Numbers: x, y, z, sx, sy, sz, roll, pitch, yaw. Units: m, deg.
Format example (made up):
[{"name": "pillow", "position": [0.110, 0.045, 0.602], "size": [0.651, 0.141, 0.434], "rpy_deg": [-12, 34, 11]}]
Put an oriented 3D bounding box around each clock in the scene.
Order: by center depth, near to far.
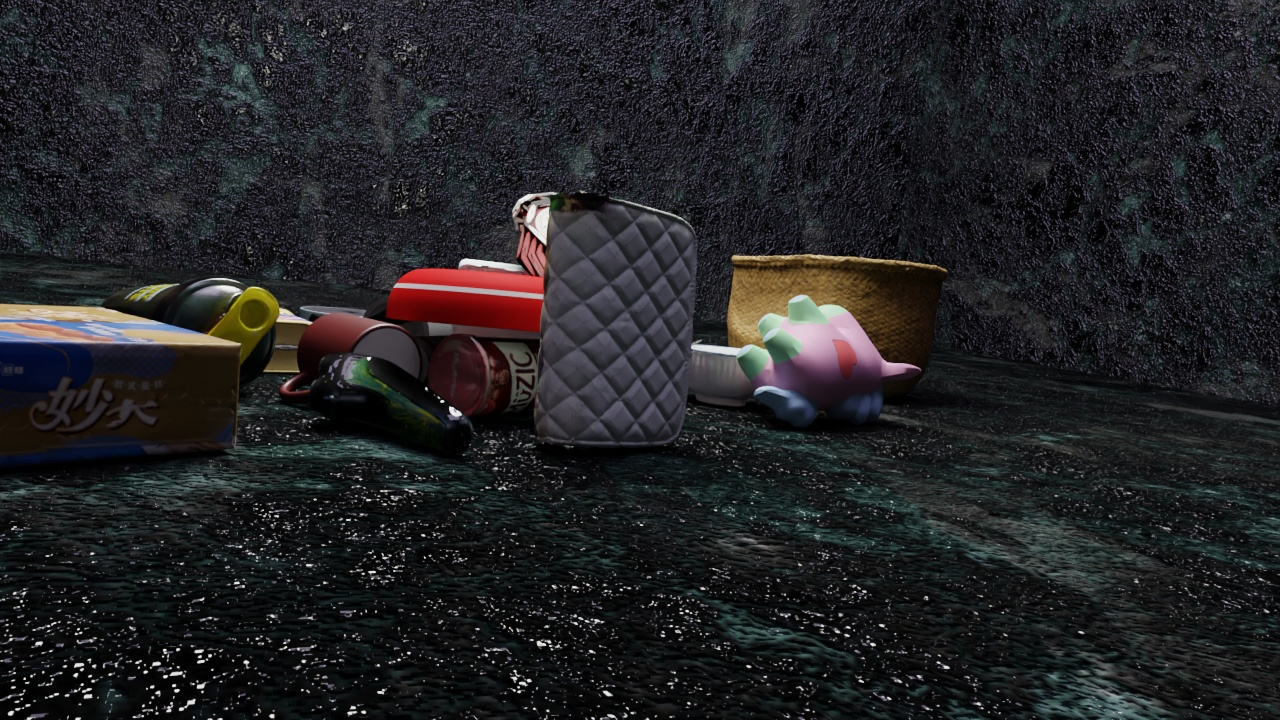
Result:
[{"name": "clock", "position": [-0.079, -0.129, 0.983], "size": [0.114, 0.065, 0.154], "rpy_deg": [0, 44, -23]}, {"name": "clock", "position": [-0.382, -0.044, 1.232], "size": [0.123, 0.045, 0.159], "rpy_deg": [11, 6, 37]}]

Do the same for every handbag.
[{"name": "handbag", "position": [-0.025, -0.028, 0.727], "size": [0.073, 0.195, 0.138], "rpy_deg": [3, -1, 40]}]

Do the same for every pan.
[{"name": "pan", "position": [-0.192, -0.052, 0.889], "size": [0.357, 0.067, 0.208], "rpy_deg": [6, 2, 29]}]

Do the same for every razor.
[{"name": "razor", "position": [-0.182, 0.035, 0.659], "size": [0.151, 0.054, 0.067], "rpy_deg": [19, 22, 37]}]

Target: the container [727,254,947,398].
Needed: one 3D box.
[{"name": "container", "position": [0.288, -0.055, 1.375], "size": [0.307, 0.196, 0.307], "rpy_deg": [5, 6, -1]}]

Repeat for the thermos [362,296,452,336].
[{"name": "thermos", "position": [-0.257, -0.041, 1.146], "size": [0.082, 0.082, 0.240], "rpy_deg": [7, 5, 8]}]

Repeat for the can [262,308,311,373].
[{"name": "can", "position": [-0.389, -0.021, 0.922], "size": [0.116, 0.056, 0.092], "rpy_deg": [2, 8, -40]}]

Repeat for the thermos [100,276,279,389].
[{"name": "thermos", "position": [-0.398, -0.024, 0.795], "size": [0.221, 0.098, 0.098], "rpy_deg": [6, 4, 42]}]

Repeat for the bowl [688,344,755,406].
[{"name": "bowl", "position": [0.096, 0.018, 1.065], "size": [0.118, 0.062, 0.118], "rpy_deg": [6, 5, -1]}]

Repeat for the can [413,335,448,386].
[{"name": "can", "position": [-0.203, 0.002, 0.915], "size": [0.054, 0.054, 0.096], "rpy_deg": [9, 6, 21]}]

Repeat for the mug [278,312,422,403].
[{"name": "mug", "position": [-0.250, 0.008, 0.772], "size": [0.083, 0.073, 0.105], "rpy_deg": [12, 36, 43]}]

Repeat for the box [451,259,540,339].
[{"name": "box", "position": [-0.109, -0.038, 1.016], "size": [0.197, 0.135, 0.040], "rpy_deg": [6, 22, -12]}]

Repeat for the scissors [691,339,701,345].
[{"name": "scissors", "position": [-0.013, 0.004, 1.015], "size": [0.121, 0.012, 0.170], "rpy_deg": [0, 23, 44]}]

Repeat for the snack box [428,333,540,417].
[{"name": "snack box", "position": [-0.117, 0.014, 0.807], "size": [0.072, 0.072, 0.121], "rpy_deg": [11, 6, 36]}]

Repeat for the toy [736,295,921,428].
[{"name": "toy", "position": [0.197, 0.016, 0.995], "size": [0.120, 0.171, 0.221], "rpy_deg": [-34, 11, 41]}]

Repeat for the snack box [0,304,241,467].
[{"name": "snack box", "position": [-0.369, 0.008, 0.562], "size": [0.203, 0.069, 0.154], "rpy_deg": [11, 6, 38]}]
